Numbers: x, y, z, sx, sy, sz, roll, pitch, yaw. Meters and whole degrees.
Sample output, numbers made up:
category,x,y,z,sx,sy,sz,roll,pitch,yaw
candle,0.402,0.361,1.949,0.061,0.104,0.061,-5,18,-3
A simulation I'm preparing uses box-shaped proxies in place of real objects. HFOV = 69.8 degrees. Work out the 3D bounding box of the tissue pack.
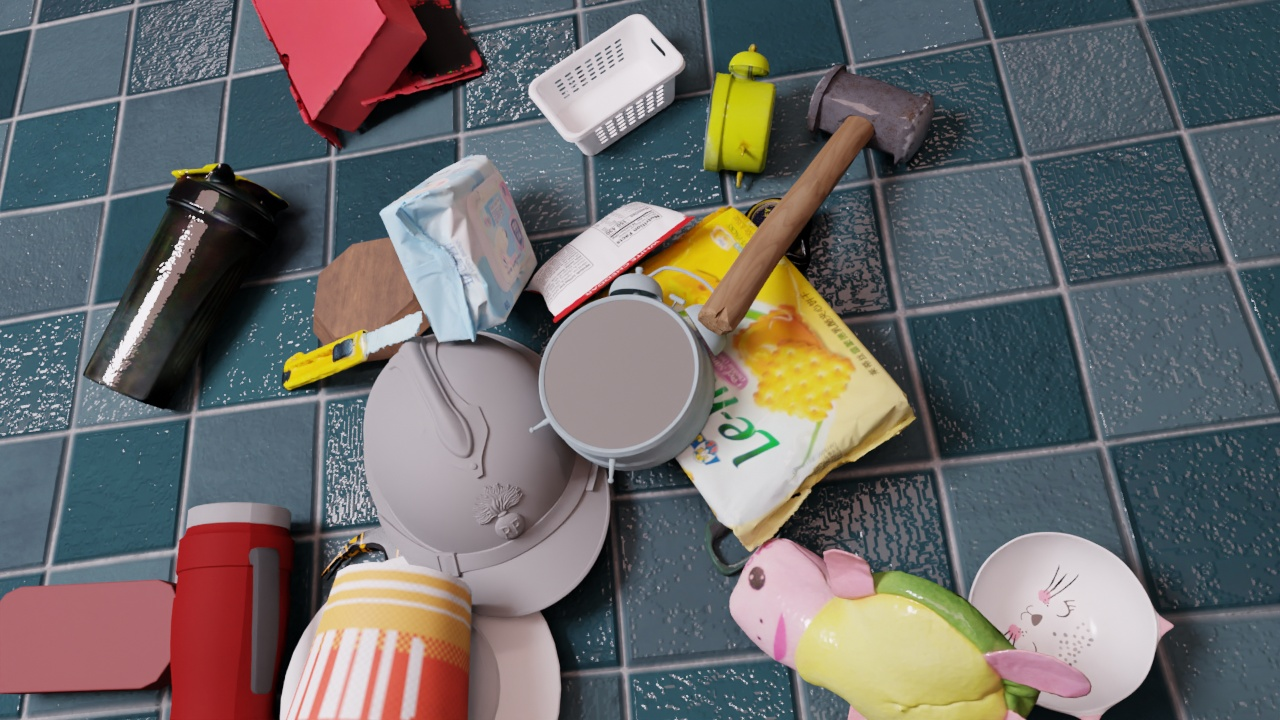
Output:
category,x,y,z,sx,sy,sz,roll,pitch,yaw
tissue pack,-0.137,-0.092,0.724,0.070,0.181,0.112,-17,110,8

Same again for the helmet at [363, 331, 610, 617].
category,x,y,z,sx,sy,sz,roll,pitch,yaw
helmet,-0.136,0.054,0.692,0.183,0.118,0.271,-30,57,-7

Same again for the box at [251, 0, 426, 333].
category,x,y,z,sx,sy,sz,roll,pitch,yaw
box,-0.351,-0.249,1.018,0.170,0.480,0.214,-20,65,-23

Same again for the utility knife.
category,x,y,z,sx,sy,sz,roll,pitch,yaw
utility knife,-0.238,-0.008,0.744,0.225,0.019,0.030,-15,77,40

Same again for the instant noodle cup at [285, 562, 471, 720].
category,x,y,z,sx,sy,sz,roll,pitch,yaw
instant noodle cup,-0.168,0.209,0.611,0.123,0.123,0.120,-2,58,9

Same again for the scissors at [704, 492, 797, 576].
category,x,y,z,sx,sy,sz,roll,pitch,yaw
scissors,0.078,0.051,0.727,0.204,0.015,0.201,35,79,22

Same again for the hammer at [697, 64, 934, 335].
category,x,y,z,sx,sy,sz,roll,pitch,yaw
hammer,0.130,-0.129,0.707,0.098,0.052,0.327,26,53,19

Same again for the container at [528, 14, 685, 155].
category,x,y,z,sx,sy,sz,roll,pitch,yaw
container,-0.028,-0.247,0.841,0.129,0.049,0.080,-35,67,-4

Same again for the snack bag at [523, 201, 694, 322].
category,x,y,z,sx,sy,sz,roll,pitch,yaw
snack bag,-0.033,-0.086,0.747,0.130,0.144,0.039,-37,111,-5

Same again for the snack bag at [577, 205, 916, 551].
category,x,y,z,sx,sy,sz,roll,pitch,yaw
snack bag,0.073,0.004,0.699,0.159,0.068,0.247,-35,65,0

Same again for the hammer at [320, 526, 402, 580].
category,x,y,z,sx,sy,sz,roll,pitch,yaw
hammer,-0.195,0.280,0.680,0.123,0.036,0.320,-3,67,9

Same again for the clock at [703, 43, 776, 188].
category,x,y,z,sx,sy,sz,roll,pitch,yaw
clock,0.086,-0.215,0.790,0.057,0.083,0.119,8,74,8

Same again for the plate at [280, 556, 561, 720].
category,x,y,z,sx,sy,sz,roll,pitch,yaw
plate,-0.162,0.241,0.665,0.209,0.015,0.208,-2,66,5

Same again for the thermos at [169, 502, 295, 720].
category,x,y,z,sx,sy,sz,roll,pitch,yaw
thermos,-0.304,0.210,0.690,0.108,0.083,0.198,-22,63,42

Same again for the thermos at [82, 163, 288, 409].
category,x,y,z,sx,sy,sz,roll,pitch,yaw
thermos,-0.409,-0.070,0.823,0.098,0.098,0.220,21,79,17

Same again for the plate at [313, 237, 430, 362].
category,x,y,z,sx,sy,sz,roll,pitch,yaw
plate,-0.237,-0.060,0.813,0.131,0.025,0.131,-7,63,13

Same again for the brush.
category,x,y,z,sx,sy,sz,roll,pitch,yaw
brush,-0.438,0.224,0.740,0.173,0.042,0.082,-5,68,9

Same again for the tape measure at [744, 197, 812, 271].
category,x,y,z,sx,sy,sz,roll,pitch,yaw
tape measure,0.114,-0.105,0.769,0.061,0.034,0.061,6,69,10

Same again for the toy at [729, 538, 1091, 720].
category,x,y,z,sx,sy,sz,roll,pitch,yaw
toy,0.162,0.186,0.590,0.239,0.190,0.087,10,38,42

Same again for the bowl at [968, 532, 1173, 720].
category,x,y,z,sx,sy,sz,roll,pitch,yaw
bowl,0.278,0.177,0.620,0.115,0.050,0.114,-4,69,9

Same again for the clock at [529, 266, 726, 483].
category,x,y,z,sx,sy,sz,roll,pitch,yaw
clock,-0.004,0.004,0.656,0.122,0.045,0.159,30,83,22
